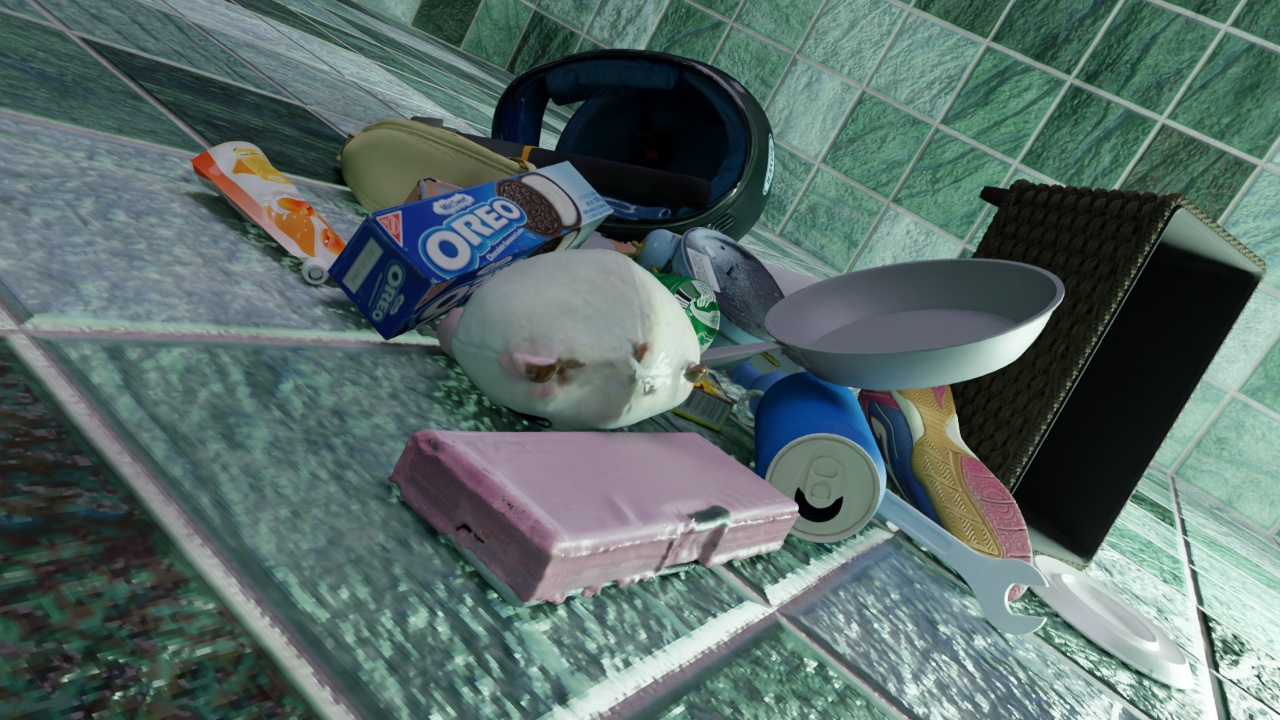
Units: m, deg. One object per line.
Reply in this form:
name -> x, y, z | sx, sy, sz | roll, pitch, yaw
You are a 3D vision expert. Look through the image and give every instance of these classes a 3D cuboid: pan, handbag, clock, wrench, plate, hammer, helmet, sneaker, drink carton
pan -> 0.117, -0.012, 0.633 | 0.356, 0.051, 0.201 | -16, 19, -12
handbag -> -0.150, -0.153, 0.814 | 0.191, 0.088, 0.232 | 33, 13, 38
clock -> 0.050, -0.052, 0.737 | 0.162, 0.060, 0.118 | 17, 43, -35
wrench -> 0.172, 0.099, 0.668 | 0.273, 0.047, 0.009 | 37, 9, 35
plate -> 0.377, 0.206, 0.748 | 0.157, 0.014, 0.156 | 27, 14, -8
hammer -> -0.083, -0.190, 0.905 | 0.313, 0.035, 0.139 | 13, 1, 9
helmet -> -0.002, -0.232, 1.088 | 0.316, 0.249, 0.236 | 5, 1, 3
sneaker -> 0.234, 0.100, 0.736 | 0.116, 0.091, 0.241 | 18, 37, -21
drink carton -> -0.220, -0.087, 0.577 | 0.122, 0.039, 0.069 | 40, 16, 15

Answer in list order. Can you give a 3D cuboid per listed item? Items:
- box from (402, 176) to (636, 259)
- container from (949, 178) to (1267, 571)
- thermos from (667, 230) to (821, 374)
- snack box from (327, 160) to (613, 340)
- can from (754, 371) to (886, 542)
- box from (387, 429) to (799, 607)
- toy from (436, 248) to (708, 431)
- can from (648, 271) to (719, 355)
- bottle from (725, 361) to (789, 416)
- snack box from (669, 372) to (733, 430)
box -> -0.082, -0.076, 0.713 | 0.216, 0.063, 0.081 | 13, 43, -39
container -> 0.376, -0.002, 0.873 | 0.176, 0.321, 0.205 | 20, 11, -33
thermos -> 0.103, -0.048, 0.889 | 0.222, 0.132, 0.131 | 27, 13, 21
snack box -> -0.099, -0.080, 0.600 | 0.059, 0.060, 0.225 | 49, 31, 3
can -> 0.116, 0.060, 0.614 | 0.079, 0.079, 0.146 | 29, 15, 0
box -> -0.007, 0.068, 0.451 | 0.098, 0.037, 0.232 | 32, 14, 30
toy -> -0.050, -0.014, 0.535 | 0.138, 0.101, 0.180 | 2, 4, -32
can -> 0.003, -0.032, 0.603 | 0.053, 0.053, 0.101 | 14, -1, -45
bottle -> 0.120, 0.038, 0.758 | 0.131, 0.048, 0.048 | 40, 18, 35
snack box -> -0.004, 0.004, 0.682 | 0.149, 0.026, 0.061 | 24, 15, -20
